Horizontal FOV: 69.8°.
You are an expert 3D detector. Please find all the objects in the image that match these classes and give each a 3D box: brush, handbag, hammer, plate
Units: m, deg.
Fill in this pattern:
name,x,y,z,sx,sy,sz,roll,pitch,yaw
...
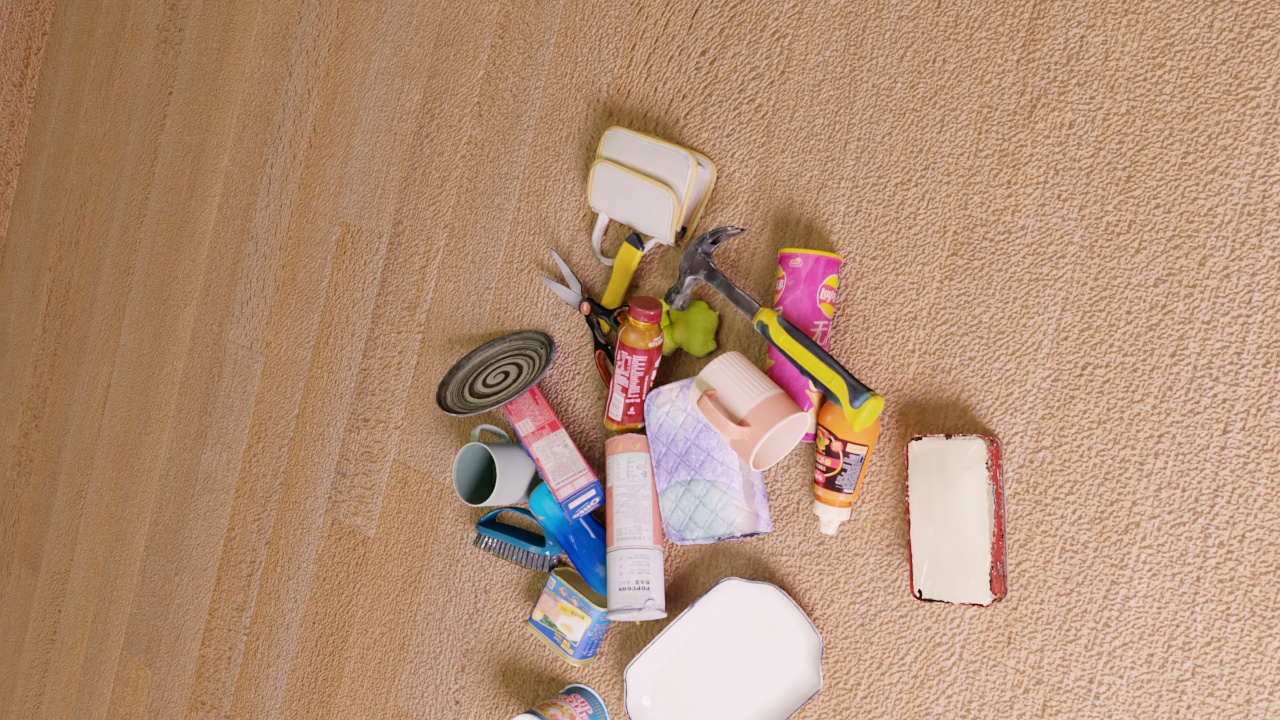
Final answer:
name,x,y,z,sx,sy,sz,roll,pitch,yaw
brush,-0.164,0.236,1.241,0.144,0.055,0.073,10,92,34
handbag,0.080,0.114,1.075,0.134,0.075,0.193,-18,77,45
handbag,-0.004,-0.200,1.177,0.163,0.063,0.179,30,106,34
hammer,0.142,-0.039,0.992,0.323,0.031,0.126,47,119,42
plate,0.095,0.359,1.054,0.162,0.034,0.266,47,110,14
plate,-0.192,0.021,1.243,0.180,0.024,0.179,-19,32,12

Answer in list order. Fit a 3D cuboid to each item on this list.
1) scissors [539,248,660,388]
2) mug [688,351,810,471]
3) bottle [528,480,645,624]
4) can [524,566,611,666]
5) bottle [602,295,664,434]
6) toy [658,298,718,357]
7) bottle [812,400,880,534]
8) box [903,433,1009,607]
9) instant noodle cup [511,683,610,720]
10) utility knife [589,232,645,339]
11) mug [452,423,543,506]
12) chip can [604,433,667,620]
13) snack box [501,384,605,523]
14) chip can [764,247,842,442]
name,x,y,z,sx,sy,sz,roll,pitch,yaw
scissors,-0.063,-0.047,1.201,0.227,0.021,0.198,14,108,39
mug,0.103,0.052,0.959,0.106,0.114,0.082,46,118,29
bottle,-0.060,0.241,1.164,0.218,0.065,0.065,47,110,28
can,-0.088,0.327,1.181,0.102,0.057,0.083,30,100,32
bottle,-0.007,0.006,1.112,0.057,0.057,0.175,33,128,31
toy,0.052,-0.042,1.137,0.100,0.031,0.096,-34,71,31
bottle,0.217,0.118,0.998,0.067,0.066,0.149,15,101,34
box,0.315,0.157,0.916,0.091,0.076,0.168,-4,84,34
instant noodle cup,-0.107,0.467,1.148,0.099,0.109,0.099,-3,84,32
utility knife,-0.032,-0.092,1.191,0.033,0.015,0.168,39,123,24
mug,-0.190,0.139,1.236,0.082,0.106,0.111,-28,71,29
chip can,-0.008,0.199,1.103,0.071,0.071,0.214,-16,64,31
snack box,-0.116,0.114,1.181,0.058,0.057,0.207,-29,48,-10
chip can,0.177,-0.016,1.027,0.071,0.071,0.210,7,89,34
